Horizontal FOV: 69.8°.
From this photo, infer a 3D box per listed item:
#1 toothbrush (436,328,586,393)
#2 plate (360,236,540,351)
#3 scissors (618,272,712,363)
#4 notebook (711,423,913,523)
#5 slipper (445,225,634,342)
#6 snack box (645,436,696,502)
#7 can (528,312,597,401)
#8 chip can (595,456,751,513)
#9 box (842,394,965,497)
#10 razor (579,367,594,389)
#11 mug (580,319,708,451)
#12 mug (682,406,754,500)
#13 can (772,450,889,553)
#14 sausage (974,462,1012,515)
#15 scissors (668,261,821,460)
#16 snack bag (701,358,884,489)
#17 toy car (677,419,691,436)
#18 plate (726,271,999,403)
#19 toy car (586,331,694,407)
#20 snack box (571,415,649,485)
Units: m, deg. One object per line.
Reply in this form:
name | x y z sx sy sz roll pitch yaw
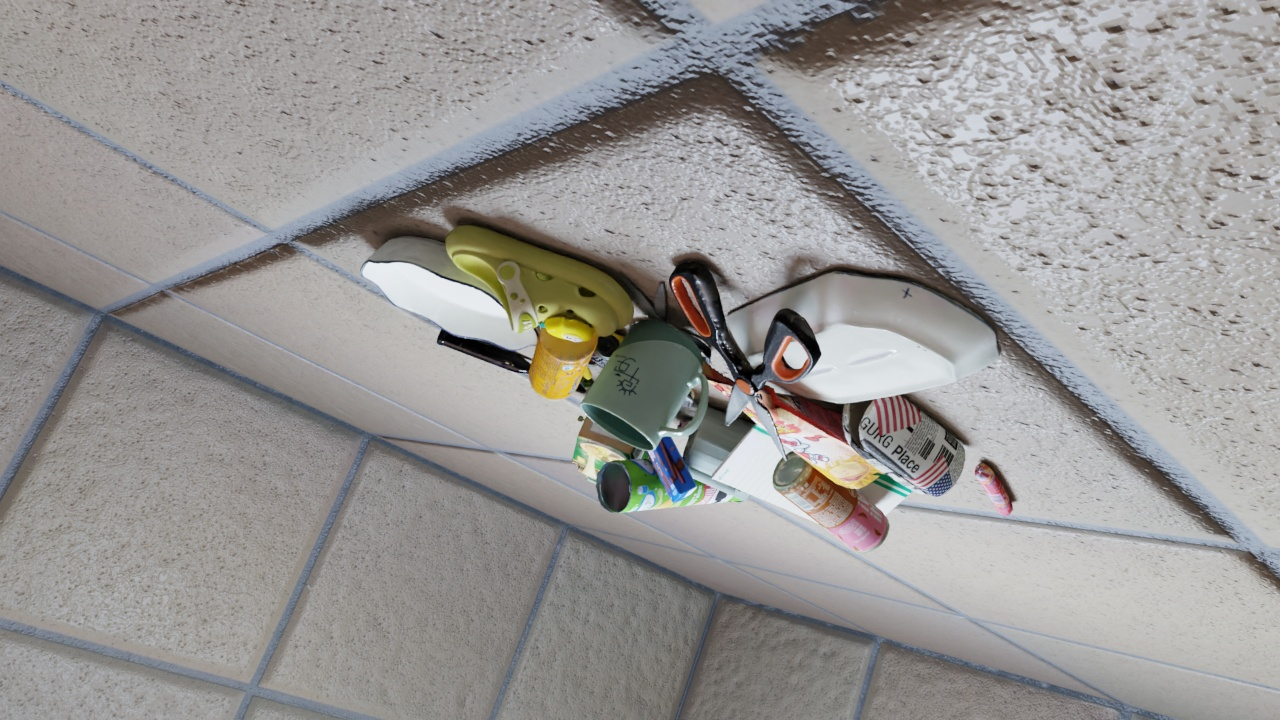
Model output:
toothbrush | -0.173 0.003 1.251 0.212 0.026 0.027 21 -161 -3
plate | -0.200 -0.073 1.002 0.205 0.045 0.205 18 164 5
scissors | 0.018 -0.036 0.907 0.159 0.014 0.172 29 161 -24
notebook | 0.210 0.131 1.070 0.209 0.012 0.151 24 130 -12
slipper | -0.102 -0.060 0.863 0.190 0.081 0.092 23 167 1
snack box | 0.019 0.099 1.144 0.157 0.026 0.085 62 169 12
can | -0.084 -0.003 0.968 0.058 0.058 0.146 22 158 -4
chip can | 0.053 0.165 1.244 0.235 0.072 0.072 2 179 -40
box | 0.266 0.085 0.897 0.079 0.074 0.163 -9 145 46
razor | -0.083 -0.003 1.109 0.043 0.028 0.132 49 175 20
mug | 0.016 0.026 0.876 0.112 0.106 0.082 23 160 29
mug | 0.107 0.123 1.155 0.103 0.083 0.124 23 138 -2
can | 0.217 0.161 1.046 0.147 0.057 0.058 38 158 -24
sausage | 0.392 0.143 1.013 0.020 0.020 0.156 9 160 36
scissors | 0.091 0.000 0.793 0.223 0.021 0.221 48 157 -5
snack bag | 0.158 0.061 0.929 0.207 0.073 0.129 29 179 -32
toy car | 0.106 0.112 1.239 0.122 0.037 0.056 29 168 18
plate | 0.173 -0.007 0.769 0.162 0.034 0.266 26 163 -17
toy car | -0.006 0.006 1.019 0.156 0.041 0.071 31 162 -14
snack box | -0.031 0.107 1.276 0.117 0.118 0.106 18 154 11
